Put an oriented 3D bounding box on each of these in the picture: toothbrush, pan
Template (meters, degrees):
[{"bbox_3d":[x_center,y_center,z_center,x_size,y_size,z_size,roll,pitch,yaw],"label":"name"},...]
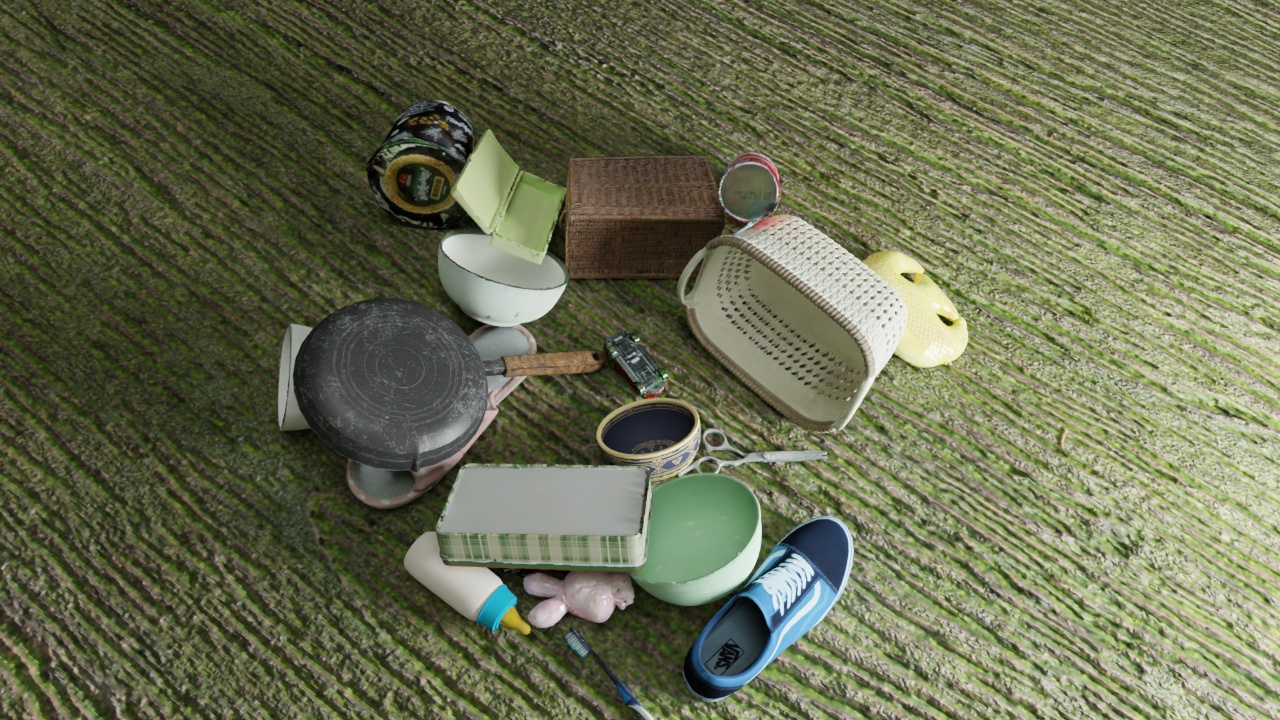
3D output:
[{"bbox_3d":[0.118,-0.152,1.136,0.016,0.016,0.180,39,29,8],"label":"toothbrush"},{"bbox_3d":[-0.010,0.335,0.893,0.017,0.016,0.189,-41,70,-14],"label":"toothbrush"},{"bbox_3d":[-0.188,0.009,0.996,0.356,0.040,0.207,-7,64,-29],"label":"pan"}]

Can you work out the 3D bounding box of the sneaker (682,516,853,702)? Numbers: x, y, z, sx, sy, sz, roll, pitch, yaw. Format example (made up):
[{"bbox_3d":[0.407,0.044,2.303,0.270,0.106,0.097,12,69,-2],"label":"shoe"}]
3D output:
[{"bbox_3d":[0.140,0.239,0.913,0.083,0.098,0.240,42,65,17],"label":"sneaker"}]

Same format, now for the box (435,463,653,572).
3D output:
[{"bbox_3d":[-0.092,0.155,0.918,0.205,0.050,0.117,0,30,5],"label":"box"}]

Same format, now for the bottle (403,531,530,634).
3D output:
[{"bbox_3d":[-0.169,0.230,0.920,0.146,0.051,0.051,33,62,14],"label":"bottle"}]

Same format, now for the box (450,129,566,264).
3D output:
[{"bbox_3d":[-0.160,-0.199,1.121,0.141,0.044,0.187,38,29,-22],"label":"box"}]

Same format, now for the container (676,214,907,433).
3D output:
[{"bbox_3d":[0.177,-0.049,1.046,0.246,0.185,0.142,41,54,16],"label":"container"}]

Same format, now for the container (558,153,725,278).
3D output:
[{"bbox_3d":[-0.001,-0.179,1.139,0.198,0.114,0.112,-1,56,-7],"label":"container"}]

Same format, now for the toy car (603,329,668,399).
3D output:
[{"bbox_3d":[-0.006,0.006,1.074,0.042,0.036,0.091,-32,66,-22],"label":"toy car"}]

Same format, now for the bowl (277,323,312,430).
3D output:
[{"bbox_3d":[-0.355,0.020,0.999,0.065,0.117,0.116,4,57,-26],"label":"bowl"}]

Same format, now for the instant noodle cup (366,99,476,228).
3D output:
[{"bbox_3d":[-0.267,-0.253,1.158,0.137,0.137,0.112,4,49,-2],"label":"instant noodle cup"}]

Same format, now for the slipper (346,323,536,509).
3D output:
[{"bbox_3d":[-0.218,0.049,1.021,0.114,0.055,0.273,32,61,13],"label":"slipper"}]

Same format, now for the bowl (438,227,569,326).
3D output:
[{"bbox_3d":[-0.167,-0.090,1.077,0.153,0.073,0.153,16,25,-8],"label":"bowl"}]

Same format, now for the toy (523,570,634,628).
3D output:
[{"bbox_3d":[-0.063,0.236,0.928,0.110,0.047,0.063,-5,52,-7],"label":"toy"}]

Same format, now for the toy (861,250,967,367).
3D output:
[{"bbox_3d":[0.325,-0.061,1.128,0.154,0.065,0.170,-20,69,-30],"label":"toy"}]

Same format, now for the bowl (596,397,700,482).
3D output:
[{"bbox_3d":[0.013,0.096,1.001,0.112,0.061,0.112,-9,28,5],"label":"bowl"}]

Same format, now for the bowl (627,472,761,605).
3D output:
[{"bbox_3d":[0.057,0.192,0.933,0.151,0.077,0.150,-16,32,11],"label":"bowl"}]

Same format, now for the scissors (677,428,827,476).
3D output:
[{"bbox_3d":[0.127,0.117,1.033,0.170,0.014,0.094,18,58,9],"label":"scissors"}]

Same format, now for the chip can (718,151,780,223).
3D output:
[{"bbox_3d":[0.134,-0.212,1.111,0.073,0.073,0.232,14,16,3],"label":"chip can"}]

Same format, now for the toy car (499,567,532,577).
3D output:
[{"bbox_3d":[-0.093,0.194,0.952,0.112,0.046,0.034,-17,64,-12],"label":"toy car"}]
